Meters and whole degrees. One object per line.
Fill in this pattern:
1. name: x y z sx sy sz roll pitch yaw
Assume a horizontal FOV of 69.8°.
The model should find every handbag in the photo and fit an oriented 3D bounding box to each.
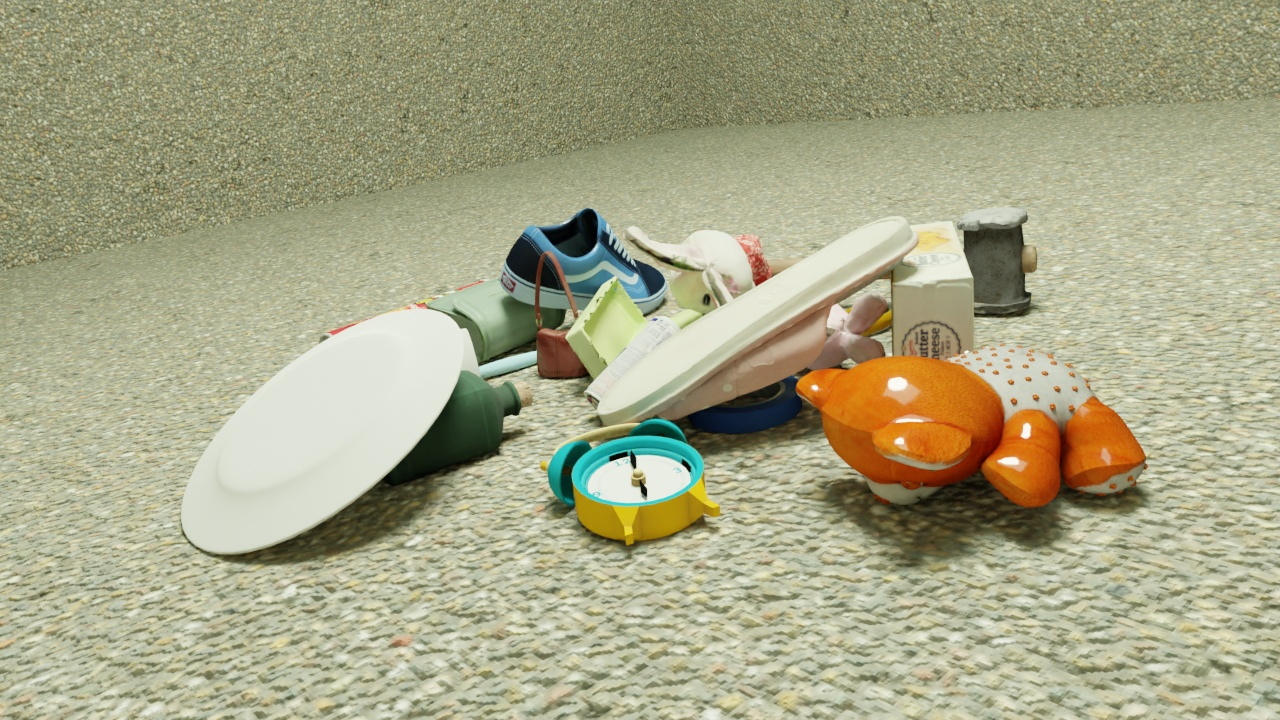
1. handbag: -0.158 -0.048 0.995 0.106 0.067 0.121 10 25 40
2. handbag: -0.079 -0.043 0.859 0.055 0.120 0.029 -1 19 19

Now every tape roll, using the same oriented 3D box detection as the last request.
1. tape roll: 0.082 0.031 0.729 0.091 0.016 0.093 -9 18 -1

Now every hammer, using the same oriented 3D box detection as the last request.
1. hammer: 0.226 -0.094 0.936 0.329 0.098 0.052 0 20 30

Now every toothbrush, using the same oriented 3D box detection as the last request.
1. toothbrush: -0.099 -0.007 0.926 0.154 0.016 0.022 -18 -11 -31

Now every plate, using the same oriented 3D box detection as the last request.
1. plate: -0.239 0.039 0.679 0.243 0.016 0.242 -20 35 15

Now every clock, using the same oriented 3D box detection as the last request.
1. clock: -0.006 0.075 0.599 0.099 0.044 0.129 -15 26 -19

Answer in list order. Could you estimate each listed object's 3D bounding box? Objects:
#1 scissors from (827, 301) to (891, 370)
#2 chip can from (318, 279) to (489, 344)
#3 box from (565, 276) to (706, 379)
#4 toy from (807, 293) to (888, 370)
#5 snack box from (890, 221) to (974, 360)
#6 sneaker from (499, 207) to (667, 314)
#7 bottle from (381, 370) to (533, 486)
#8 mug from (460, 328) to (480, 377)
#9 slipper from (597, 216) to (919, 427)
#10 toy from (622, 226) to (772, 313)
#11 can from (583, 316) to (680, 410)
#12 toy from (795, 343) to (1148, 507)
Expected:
1. scissors: 0.142 -0.023 0.873 0.224 0.016 0.230 -23 25 -34
2. chip can: -0.251 -0.039 1.029 0.052 0.052 0.214 9 25 42
3. box: -0.002 -0.022 0.878 0.127 0.066 0.187 13 21 2
4. toy: 0.162 -0.021 0.763 0.047 0.063 0.110 22 -13 -31
5. snack box: 0.233 -0.042 0.747 0.057 0.104 0.207 -2 19 15
6. sneaker: -0.038 -0.109 0.995 0.240 0.098 0.083 -2 40 -50
7. bottle: -0.146 0.045 0.715 0.131 0.061 0.061 -18 23 -29
8. mug: -0.190 0.024 0.793 0.096 0.078 0.112 -13 -9 -15
9. slipper: 0.090 -0.017 0.691 0.274 0.054 0.114 -32 14 6
10. toy: 0.073 -0.084 0.897 0.159 0.084 0.193 43 21 9
11. can: -0.004 0.004 0.759 0.095 0.032 0.032 -47 33 -17
12. toy: 0.191 0.041 0.558 0.172 0.093 0.164 -2 17 -22
